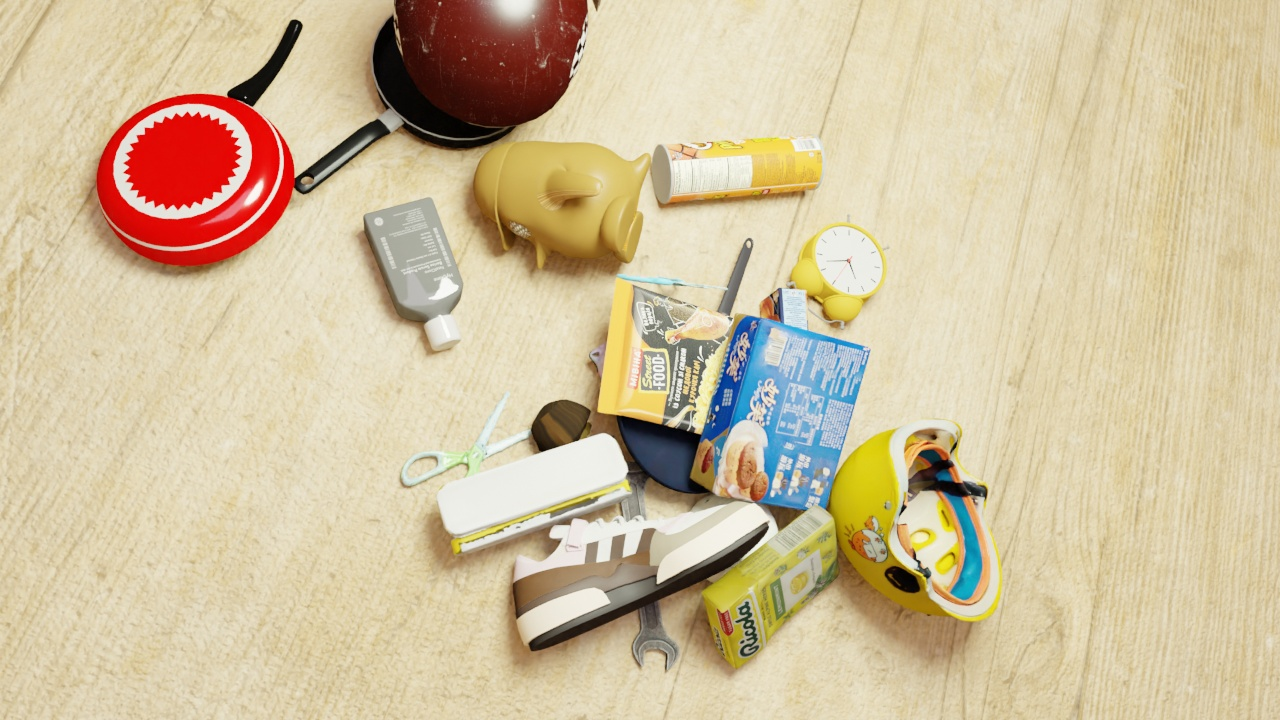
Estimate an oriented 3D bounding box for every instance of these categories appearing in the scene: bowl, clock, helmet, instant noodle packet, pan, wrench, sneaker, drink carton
[{"bbox_3d":[0.112,0.206,1.073,0.113,0.063,0.113,4,75,-13],"label":"bowl"},{"bbox_3d":[0.262,-0.116,1.211,0.113,0.052,0.151,38,65,-2],"label":"clock"},{"bbox_3d":[-0.161,-0.389,1.057,0.233,0.254,0.233,5,83,-7],"label":"helmet"},{"bbox_3d":[0.058,0.008,1.082,0.220,0.032,0.159,16,71,-26],"label":"instant noodle packet"},{"bbox_3d":[-0.475,-0.271,1.049,0.209,0.067,0.355,17,70,4],"label":"pan"},{"bbox_3d":[0.313,0.195,1.087,0.208,0.140,0.240,-32,101,-44],"label":"helmet"},{"bbox_3d":[-0.282,-0.310,1.126,0.204,0.044,0.354,44,69,0],"label":"pan"},{"bbox_3d":[-0.001,0.220,1.068,0.070,0.010,0.273,-6,76,-16],"label":"wrench"},{"bbox_3d":[-0.008,0.204,1.004,0.294,0.112,0.116,-26,69,4],"label":"sneaker"},{"bbox_3d":[0.084,-0.007,1.132,0.198,0.021,0.355,31,65,-20],"label":"pan"},{"bbox_3d":[0.183,-0.020,1.154,0.040,0.064,0.130,3,74,-15],"label":"drink carton"}]

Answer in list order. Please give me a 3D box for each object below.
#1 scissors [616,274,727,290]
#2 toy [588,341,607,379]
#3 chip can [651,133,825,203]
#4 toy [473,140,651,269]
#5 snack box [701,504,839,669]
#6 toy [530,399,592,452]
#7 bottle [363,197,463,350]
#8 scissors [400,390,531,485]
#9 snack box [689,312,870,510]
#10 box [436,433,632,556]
[{"bbox_3d":[0.036,-0.095,1.111,0.135,0.135,0.015,11,97,-7],"label":"scissors"},{"bbox_3d":[-0.007,0.007,1.113,0.099,0.036,0.080,-22,91,-20],"label":"toy"},{"bbox_3d":[0.128,-0.252,1.200,0.214,0.075,0.075,-8,77,-17],"label":"chip can"},{"bbox_3d":[-0.104,-0.189,1.091,0.203,0.198,0.162,15,88,10],"label":"toy"},{"bbox_3d":[0.156,0.256,1.044,0.180,0.121,0.045,-33,44,-21],"label":"snack box"},{"bbox_3d":[-0.078,0.091,1.063,0.076,0.062,0.100,-41,104,11],"label":"toy"},{"bbox_3d":[-0.255,-0.096,1.072,0.083,0.046,0.174,-19,80,-19],"label":"bottle"},{"bbox_3d":[-0.185,0.115,1.050,0.170,0.028,0.139,-26,81,-16],"label":"scissors"},{"bbox_3d":[0.161,0.062,1.062,0.155,0.069,0.203,13,94,-26],"label":"snack box"},{"bbox_3d":[-0.115,0.157,1.024,0.209,0.080,0.079,-17,60,-14],"label":"box"}]
